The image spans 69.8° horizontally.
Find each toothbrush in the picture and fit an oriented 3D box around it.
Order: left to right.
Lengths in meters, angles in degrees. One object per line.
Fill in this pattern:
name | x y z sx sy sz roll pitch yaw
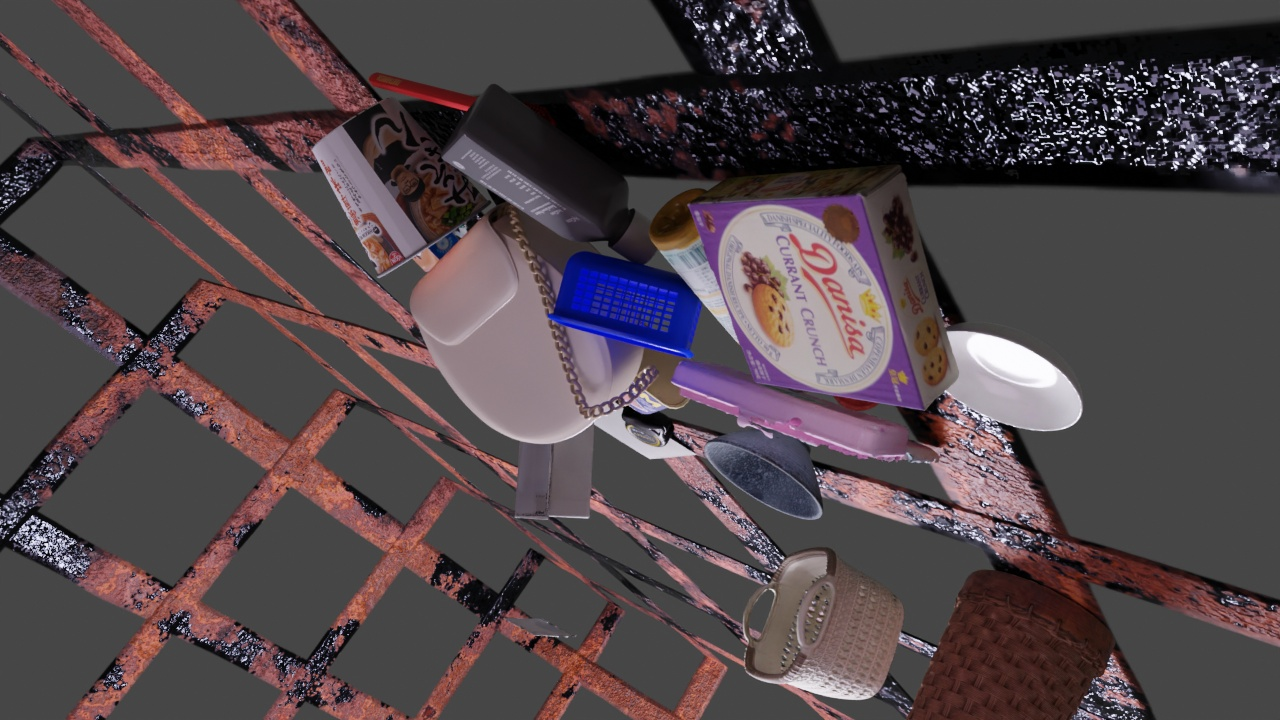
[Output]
toothbrush | -0.150 -0.212 0.732 0.213 0.012 0.018 22 158 32

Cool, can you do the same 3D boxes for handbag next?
handbag | -0.109 -0.024 0.856 0.211 0.103 0.208 -34 97 41

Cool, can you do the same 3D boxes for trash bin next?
trash bin | 0.358 0.338 0.917 0.151 0.209 0.151 30 162 11

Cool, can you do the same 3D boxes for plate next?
plate | 0.236 0.005 0.592 0.104 0.026 0.104 31 161 12

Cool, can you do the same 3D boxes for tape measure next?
tape measure | 0.012 0.079 1.134 0.062 0.034 0.061 21 154 21

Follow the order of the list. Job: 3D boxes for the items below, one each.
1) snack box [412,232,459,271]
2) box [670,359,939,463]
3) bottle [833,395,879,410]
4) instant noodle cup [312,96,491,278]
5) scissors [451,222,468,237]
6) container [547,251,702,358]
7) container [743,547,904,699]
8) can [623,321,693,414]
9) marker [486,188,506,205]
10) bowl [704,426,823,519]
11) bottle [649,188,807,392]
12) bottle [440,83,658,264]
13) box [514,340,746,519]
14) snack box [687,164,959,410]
snack box | -0.264 -0.163 0.987 0.151 0.034 0.087 47 161 -17
box | 0.141 0.044 0.782 0.201 0.038 0.152 20 -171 39
bottle | 0.164 -0.002 0.672 0.044 0.044 0.109 28 160 19
instant noodle cup | -0.219 -0.159 0.818 0.122 0.123 0.124 57 156 -15
scissors | -0.150 -0.121 0.952 0.202 0.015 0.202 32 162 3
container | -0.007 -0.045 0.724 0.114 0.058 0.096 15 179 6
container | 0.238 0.356 1.225 0.143 0.184 0.247 24 163 -2
can | -0.006 0.006 0.953 0.116 0.056 0.092 37 162 -8
marker | -0.103 -0.120 0.875 0.022 0.016 0.138 -8 140 31
bowl | 0.138 0.101 0.942 0.137 0.057 0.137 31 161 12
bottle | 0.080 -0.046 0.687 0.053 0.053 0.186 9 149 52
bottle | -0.060 -0.132 0.699 0.174 0.046 0.084 32 168 -20
box | 0.017 0.080 1.261 0.168 0.421 0.173 -19 91 68
snack box | 0.114 -0.047 0.583 0.148 0.040 0.143 9 129 52
